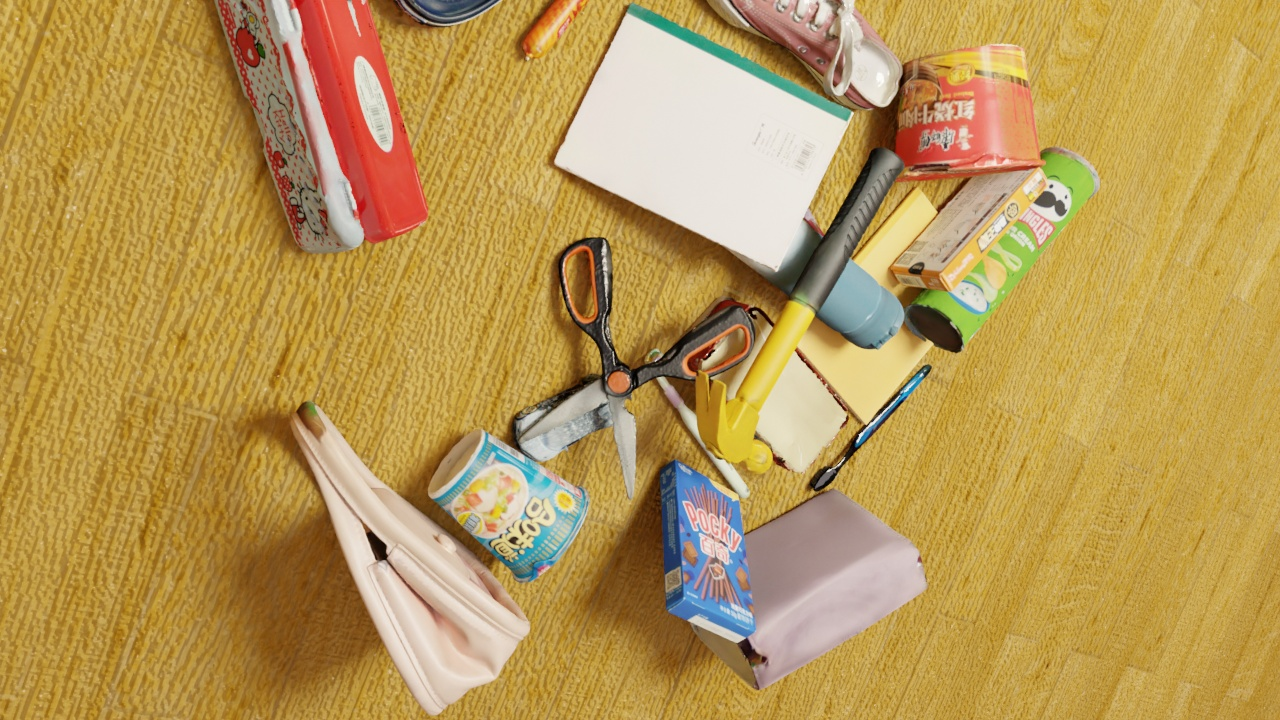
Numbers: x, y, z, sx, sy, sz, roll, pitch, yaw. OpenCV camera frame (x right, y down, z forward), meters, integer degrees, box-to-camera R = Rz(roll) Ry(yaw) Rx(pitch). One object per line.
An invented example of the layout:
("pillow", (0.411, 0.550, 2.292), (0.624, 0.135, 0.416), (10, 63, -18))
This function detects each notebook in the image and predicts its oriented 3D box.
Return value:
("notebook", (0.257, -0.054, 0.942), (0.206, 0.010, 0.146), (-49, 116, -6))
("notebook", (0.053, -0.186, 0.768), (0.209, 0.012, 0.150), (26, 92, -2))

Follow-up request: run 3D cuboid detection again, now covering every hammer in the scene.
("hammer", (0.139, -0.047, 0.783), (0.128, 0.033, 0.300), (35, 84, -51))

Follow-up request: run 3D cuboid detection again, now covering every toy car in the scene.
("toy car", (-0.062, 0.052, 0.813), (0.105, 0.031, 0.049), (-28, 110, -14))

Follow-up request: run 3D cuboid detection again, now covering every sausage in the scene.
("sausage", (-0.043, -0.305, 0.737), (0.021, 0.021, 0.165), (40, 85, -27))

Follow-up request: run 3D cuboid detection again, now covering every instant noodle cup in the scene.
("instant noodle cup", (0.303, -0.228, 0.857), (0.137, 0.138, 0.108), (-7, 97, -23))
("instant noodle cup", (-0.115, 0.116, 0.774), (0.110, 0.099, 0.099), (42, 84, -19))

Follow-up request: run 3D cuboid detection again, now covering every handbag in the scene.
("handbag", (-0.193, 0.132, 0.696), (0.093, 0.193, 0.234), (-37, 105, -15))
("handbag", (0.155, 0.222, 0.890), (0.196, 0.145, 0.098), (-25, 109, -16))

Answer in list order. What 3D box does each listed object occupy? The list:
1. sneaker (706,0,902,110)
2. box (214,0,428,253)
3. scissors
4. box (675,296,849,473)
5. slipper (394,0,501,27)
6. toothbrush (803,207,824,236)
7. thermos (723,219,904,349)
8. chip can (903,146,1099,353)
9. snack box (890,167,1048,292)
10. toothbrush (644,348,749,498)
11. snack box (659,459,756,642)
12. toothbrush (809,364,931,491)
("sneaker", (0.151, -0.299, 0.789), (0.241, 0.088, 0.118), (31, 89, -28))
("box", (-0.238, -0.180, 0.663), (0.100, 0.095, 0.201), (-7, 109, 17))
("scissors", (-0.007, 0.002, 0.792), (0.221, 0.022, 0.233), (-13, 90, -2))
("box", (0.116, 0.028, 0.861), (0.091, 0.077, 0.168), (-48, 116, -7))
("slipper", (-0.080, -0.344, 0.673), (0.252, 0.095, 0.105), (-40, 118, -7))
("toothbrush", (0.144, -0.151, 0.865), (0.016, 0.017, 0.187), (-45, 114, -5))
("thermos", (0.155, -0.085, 0.850), (0.220, 0.070, 0.070), (33, 88, -23))
("chip can", (0.366, -0.112, 0.933), (0.235, 0.072, 0.072), (-46, 116, -12))
("snack box", (0.323, -0.132, 0.904), (0.153, 0.075, 0.026), (-46, 115, -9))
("toothbrush", (0.058, 0.066, 0.877), (0.020, 0.029, 0.189), (-20, 119, 27))
("snack box", (0.059, 0.170, 0.834), (0.084, 0.156, 0.026), (31, 124, -27))
("toothbrush", (0.244, 0.069, 0.967), (0.189, 0.016, 0.014), (-44, 107, -11))
